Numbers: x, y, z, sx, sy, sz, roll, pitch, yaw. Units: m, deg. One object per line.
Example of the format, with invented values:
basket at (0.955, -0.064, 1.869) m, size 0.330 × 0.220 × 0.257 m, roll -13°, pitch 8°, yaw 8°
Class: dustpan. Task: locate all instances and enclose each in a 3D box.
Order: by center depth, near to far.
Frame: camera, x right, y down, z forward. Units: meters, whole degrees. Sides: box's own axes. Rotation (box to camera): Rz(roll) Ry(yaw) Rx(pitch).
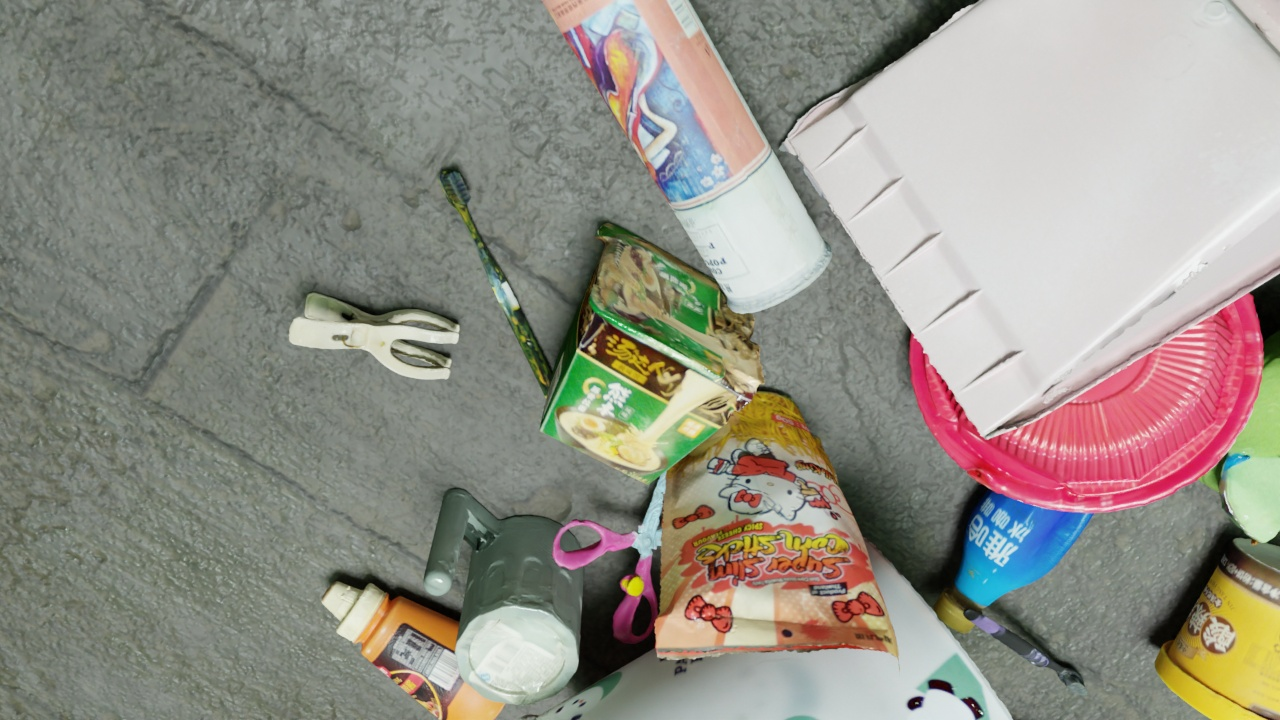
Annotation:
dustpan at (0.259, -0.113, 0.506) m, size 0.274 × 0.138 × 0.222 m, roll -38°, pitch 69°, yaw 34°

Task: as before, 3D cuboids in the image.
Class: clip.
clip at (-0.167, -0.016, 0.581) m, size 0.100 × 0.070 × 0.035 m, roll 11°, pitch 112°, yaw -14°

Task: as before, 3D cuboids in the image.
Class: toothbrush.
toothbrush at (-0.082, -0.036, 0.588) m, size 0.012 × 0.017 × 0.186 m, roll -36°, pitch 114°, yaw -28°
toothbrush at (0.287, 0.217, 0.676) m, size 0.014 × 0.016 × 0.189 m, roll -42°, pitch 126°, yaw 19°

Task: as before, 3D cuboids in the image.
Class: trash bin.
trash bin at (0.086, 0.253, 0.570) m, size 0.252 × 0.229 × 0.229 m, roll -35°, pitch 110°, yaw -2°

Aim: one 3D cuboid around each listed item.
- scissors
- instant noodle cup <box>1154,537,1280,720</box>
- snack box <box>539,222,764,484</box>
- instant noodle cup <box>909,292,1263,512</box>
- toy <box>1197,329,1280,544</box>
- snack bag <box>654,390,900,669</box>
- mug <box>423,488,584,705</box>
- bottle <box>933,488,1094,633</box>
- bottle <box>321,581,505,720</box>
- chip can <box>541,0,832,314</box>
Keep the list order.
scissors at (-0.004, 0.126, 0.629) m, size 0.133 × 0.017 × 0.133 m, roll 20°, pitch 83°, yaw -27°
instant noodle cup at (0.452, 0.199, 0.655) m, size 0.118 × 0.118 × 0.114 m, roll 14°, pitch 103°, yaw -8°
snack box at (-0.003, 0.003, 0.562) m, size 0.117 × 0.118 × 0.106 m, roll 29°, pitch 118°, yaw -13°
instant noodle cup at (0.252, -0.009, 0.531) m, size 0.194 × 0.065 × 0.193 m, roll -4°, pitch 79°, yaw 24°
toy at (0.430, 0.023, 0.579) m, size 0.246 × 0.090 × 0.227 m, roll -13°, pitch 115°, yaw -24°
snack bag at (0.072, 0.099, 0.545) m, size 0.128 × 0.207 × 0.073 m, roll 5°, pitch 117°, yaw -2°
mug at (-0.093, 0.154, 0.618) m, size 0.084 × 0.103 × 0.124 m, roll -40°, pitch 109°, yaw 13°
bottle at (0.275, 0.097, 0.631) m, size 0.065 × 0.065 × 0.219 m, roll 25°, pitch 110°, yaw -12°
bottle at (-0.163, 0.206, 0.661) m, size 0.149 × 0.066 × 0.067 m, roll 35°, pitch 106°, yaw -7°
chip can at (0.029, -0.132, 0.519) m, size 0.071 × 0.071 × 0.215 m, roll -30°, pitch 112°, yaw 9°
